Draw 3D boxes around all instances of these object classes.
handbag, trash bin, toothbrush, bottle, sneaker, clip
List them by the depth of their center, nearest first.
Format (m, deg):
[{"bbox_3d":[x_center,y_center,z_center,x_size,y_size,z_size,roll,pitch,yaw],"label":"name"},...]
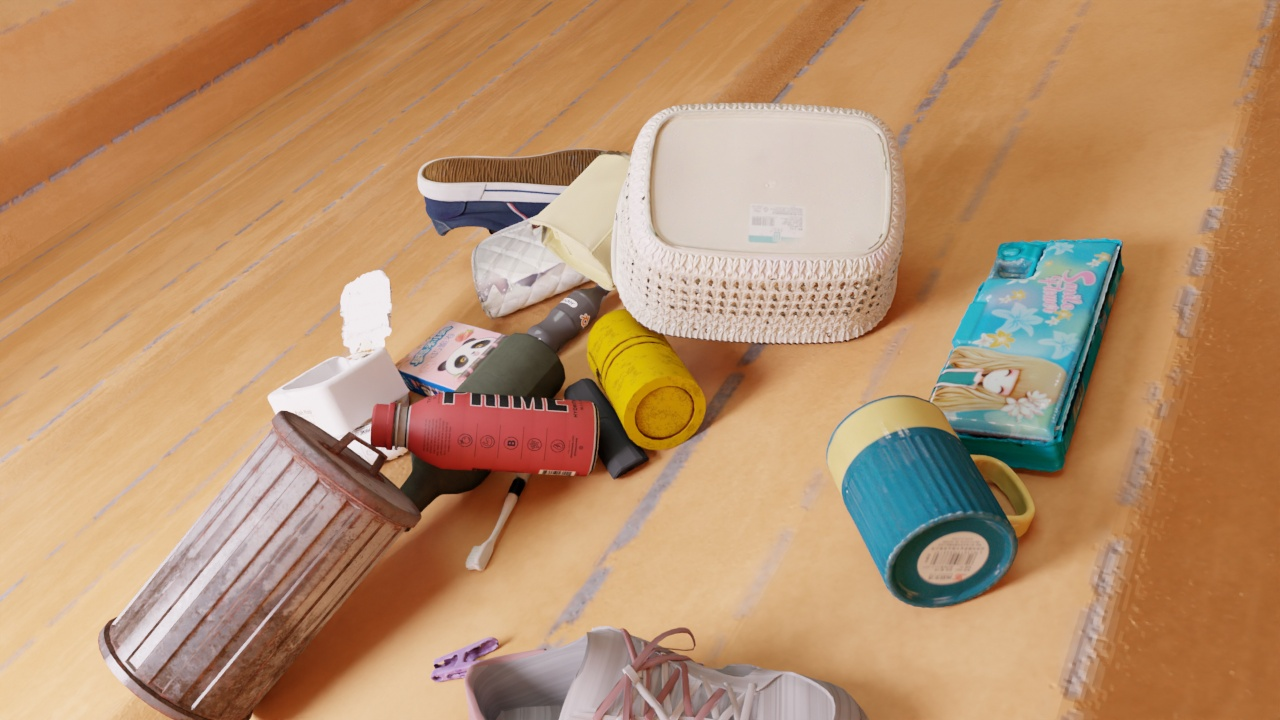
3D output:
[{"bbox_3d":[0.002,0.193,0.506,0.237,0.089,0.099,-10,35,21],"label":"sneaker"},{"bbox_3d":[-0.122,0.209,0.639,0.051,0.013,0.033,-18,32,15],"label":"clip"},{"bbox_3d":[-0.268,0.144,0.671,0.211,0.131,0.131,-52,38,-8],"label":"trash bin"},{"bbox_3d":[-0.125,0.058,0.736,0.176,0.062,0.062,5,31,-12],"label":"bottle"},{"bbox_3d":[-0.104,0.102,0.778,0.017,0.012,0.186,-10,35,28],"label":"toothbrush"},{"bbox_3d":[-0.005,0.005,0.797,0.071,0.071,0.163,-27,33,-3],"label":"bottle"},{"bbox_3d":[-0.149,0.064,0.808,0.072,0.071,0.206,5,43,38],"label":"bottle"},{"bbox_3d":[-0.255,0.079,0.883,0.116,0.041,0.041,-21,33,7],"label":"bottle"},{"bbox_3d":[-0.071,-0.046,0.942,0.036,0.036,0.109,16,51,46],"label":"bottle"},{"bbox_3d":[-0.036,-0.151,0.944,0.111,0.081,0.119,32,76,34],"label":"handbag"},{"bbox_3d":[-0.098,-0.127,1.042,0.195,0.072,0.138,-23,34,3],"label":"handbag"},{"bbox_3d":[-0.123,-0.193,1.155,0.294,0.127,0.120,-5,39,-5],"label":"sneaker"}]

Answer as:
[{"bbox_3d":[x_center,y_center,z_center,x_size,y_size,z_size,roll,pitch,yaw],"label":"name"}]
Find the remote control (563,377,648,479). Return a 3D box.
[{"bbox_3d":[-0.032,0.057,0.791,0.033,0.015,0.147,-29,33,-7],"label":"remote control"}]

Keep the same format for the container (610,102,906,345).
[{"bbox_3d":[0.097,-0.114,0.745,0.251,0.143,0.184,2,77,3],"label":"container"}]

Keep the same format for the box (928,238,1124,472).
[{"bbox_3d":[0.279,-0.014,0.663,0.094,0.039,0.226,4,43,37],"label":"box"}]

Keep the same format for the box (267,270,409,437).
[{"bbox_3d":[-0.290,0.002,0.932,0.112,0.101,0.188,-7,43,36],"label":"box"}]

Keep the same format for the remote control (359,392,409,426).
[{"bbox_3d":[-0.298,0.063,0.957,0.125,0.018,0.038,-26,32,-3],"label":"remote control"}]

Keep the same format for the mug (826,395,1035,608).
[{"bbox_3d":[0.184,0.084,0.560,0.113,0.083,0.107,2,32,-10],"label":"mug"}]

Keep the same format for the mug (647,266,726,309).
[{"bbox_3d":[0.032,-0.098,0.884,0.083,0.106,0.082,-17,33,12],"label":"mug"}]

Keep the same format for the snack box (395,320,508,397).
[{"bbox_3d":[-0.180,0.006,0.946,0.154,0.033,0.087,14,48,45],"label":"snack box"}]
